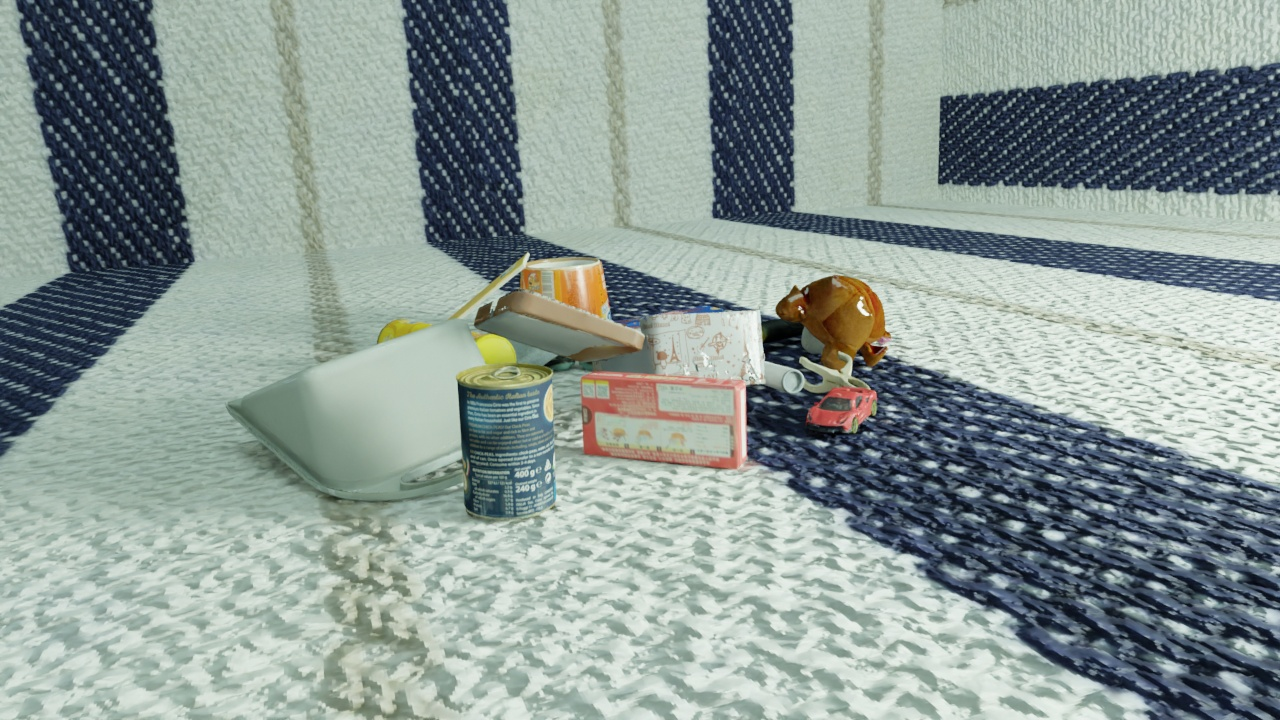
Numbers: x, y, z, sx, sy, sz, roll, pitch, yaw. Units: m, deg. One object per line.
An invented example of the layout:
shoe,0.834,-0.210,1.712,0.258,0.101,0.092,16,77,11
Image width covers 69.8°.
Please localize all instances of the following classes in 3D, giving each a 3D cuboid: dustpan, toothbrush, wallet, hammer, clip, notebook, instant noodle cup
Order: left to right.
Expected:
dustpan,-0.243,0.056,0.880,0.222,0.142,0.258,-23,4,-34
notebook,-0.242,-0.081,1.320,0.206,0.010,0.145,-39,12,5
wallet,-0.145,-0.014,1.179,0.107,0.037,0.129,8,37,44
instant noodle cup,-0.115,-0.092,1.377,0.151,0.111,0.151,-3,14,1
toothbrush,0.130,0.010,1.067,0.026,0.027,0.221,1,6,-16
hammer,0.152,-0.035,1.206,0.129,0.033,0.299,-9,2,44
clip,0.206,0.022,1.005,0.096,0.035,0.101,3,22,7

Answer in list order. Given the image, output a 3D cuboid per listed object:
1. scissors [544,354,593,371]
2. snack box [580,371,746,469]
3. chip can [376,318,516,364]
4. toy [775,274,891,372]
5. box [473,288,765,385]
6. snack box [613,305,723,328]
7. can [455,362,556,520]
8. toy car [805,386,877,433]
scissors,-0.057,-0.014,1.237,0.129,0.019,0.184,3,16,24
snack box,0.019,0.052,0.825,0.153,0.075,0.025,3,14,24
chip can,-0.245,-0.008,1.142,0.071,0.072,0.214,-15,17,-41
toy,0.249,-0.050,1.153,0.131,0.140,0.199,-43,-8,27
box,-0.027,-0.015,0.936,0.260,0.102,0.179,-2,-2,-24
snack box,0.029,-0.049,1.245,0.157,0.026,0.084,-10,8,-8
can,-0.105,0.064,0.730,0.075,0.111,0.075,-1,13,0
toy car,0.198,0.048,0.902,0.049,0.031,0.106,4,17,31
